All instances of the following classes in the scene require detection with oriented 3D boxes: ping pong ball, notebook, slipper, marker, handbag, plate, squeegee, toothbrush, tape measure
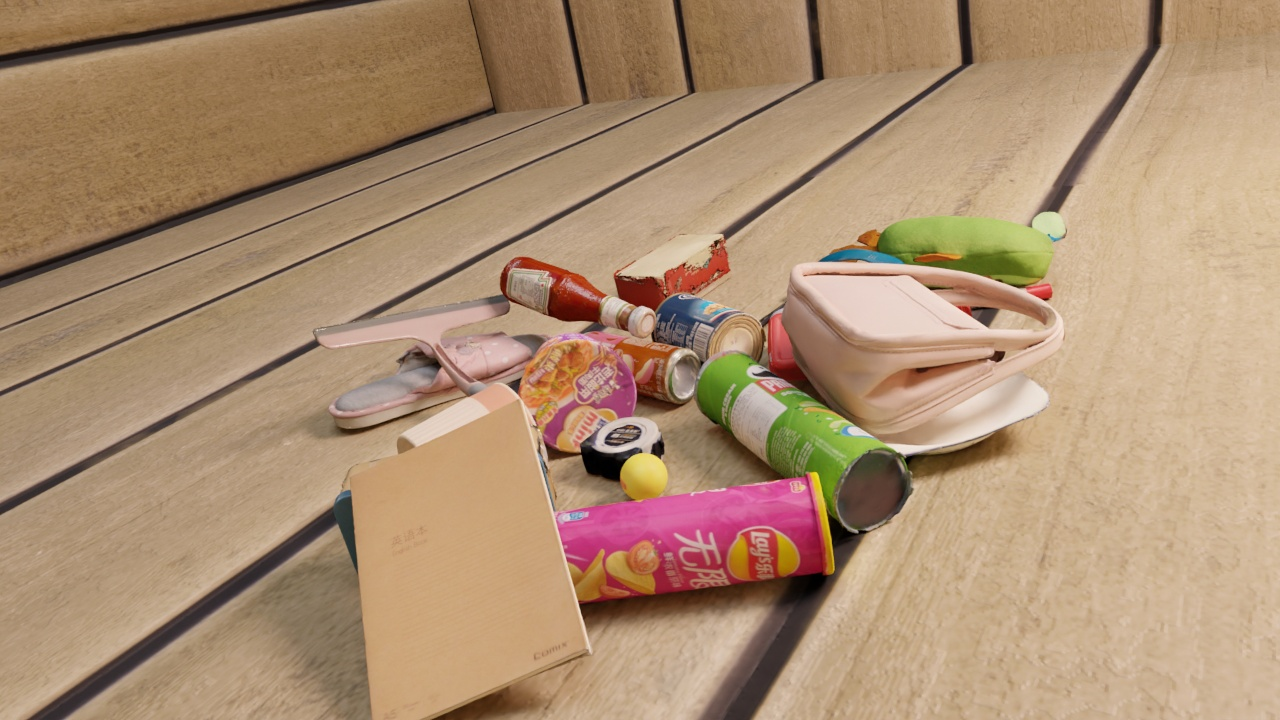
[{"bbox_3d":[0.003,0.098,0.774,0.040,0.040,0.040,-10,23,4],"label":"ping pong ball"},{"bbox_3d":[-0.128,0.136,0.639,0.149,0.012,0.211,-24,49,3],"label":"notebook"},{"bbox_3d":[-0.230,0.009,1.072,0.273,0.054,0.114,-20,24,-20],"label":"slipper"},{"bbox_3d":[0.377,-0.066,1.013,0.145,0.017,0.017,-8,23,8],"label":"marker"},{"bbox_3d":[0.258,-0.030,0.812,0.234,0.093,0.193,-10,27,-10],"label":"handbag"},{"bbox_3d":[0.249,0.037,0.800,0.164,0.034,0.163,-16,27,-3],"label":"plate"},{"bbox_3d":[-0.176,0.024,0.971,0.247,0.040,0.249,-15,43,-42],"label":"squeegee"},{"bbox_3d":[0.149,-0.051,1.088,0.016,0.018,0.180,10,32,35],"label":"toothbrush"},{"bbox_3d":[-0.012,0.081,0.833,0.066,0.034,0.065,13,35,40],"label":"tape measure"}]

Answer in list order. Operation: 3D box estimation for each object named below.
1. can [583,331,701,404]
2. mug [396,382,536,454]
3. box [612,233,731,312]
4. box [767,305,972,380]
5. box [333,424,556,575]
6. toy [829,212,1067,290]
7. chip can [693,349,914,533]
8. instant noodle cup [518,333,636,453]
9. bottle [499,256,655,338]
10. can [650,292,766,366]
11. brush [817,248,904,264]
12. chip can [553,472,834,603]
[{"bbox_3d":[-0.006,0.006,0.971,0.147,0.058,0.057,12,32,44],"label":"can"},{"bbox_3d":[-0.147,0.089,0.834,0.105,0.082,0.114,-28,58,-31],"label":"mug"},{"bbox_3d":[0.045,-0.122,1.220,0.091,0.076,0.167,6,29,37],"label":"box"},{"bbox_3d":[0.234,-0.019,0.944,0.201,0.098,0.118,-5,56,11],"label":"box"},{"bbox_3d":[-0.161,0.117,0.751,0.184,0.090,0.060,-16,24,-4],"label":"box"},{"bbox_3d":[0.353,-0.123,1.061,0.247,0.090,0.226,5,13,33],"label":"toy"},{"bbox_3d":[0.126,0.060,0.768,0.072,0.072,0.236,-19,25,-17],"label":"chip can"},{"bbox_3d":[-0.065,0.023,0.905,0.111,0.111,0.099,-13,16,-4],"label":"instant noodle cup"},{"bbox_3d":[-0.072,-0.069,1.043,0.206,0.060,0.059,21,37,34],"label":"bottle"},{"bbox_3d":[0.072,-0.026,0.985,0.075,0.075,0.111,-23,26,-26],"label":"can"},{"bbox_3d":[0.231,-0.087,1.016,0.055,0.073,0.144,-41,16,-33],"label":"brush"},{"bbox_3d":[0.026,0.129,0.653,0.210,0.071,0.071,-9,23,6],"label":"chip can"}]
